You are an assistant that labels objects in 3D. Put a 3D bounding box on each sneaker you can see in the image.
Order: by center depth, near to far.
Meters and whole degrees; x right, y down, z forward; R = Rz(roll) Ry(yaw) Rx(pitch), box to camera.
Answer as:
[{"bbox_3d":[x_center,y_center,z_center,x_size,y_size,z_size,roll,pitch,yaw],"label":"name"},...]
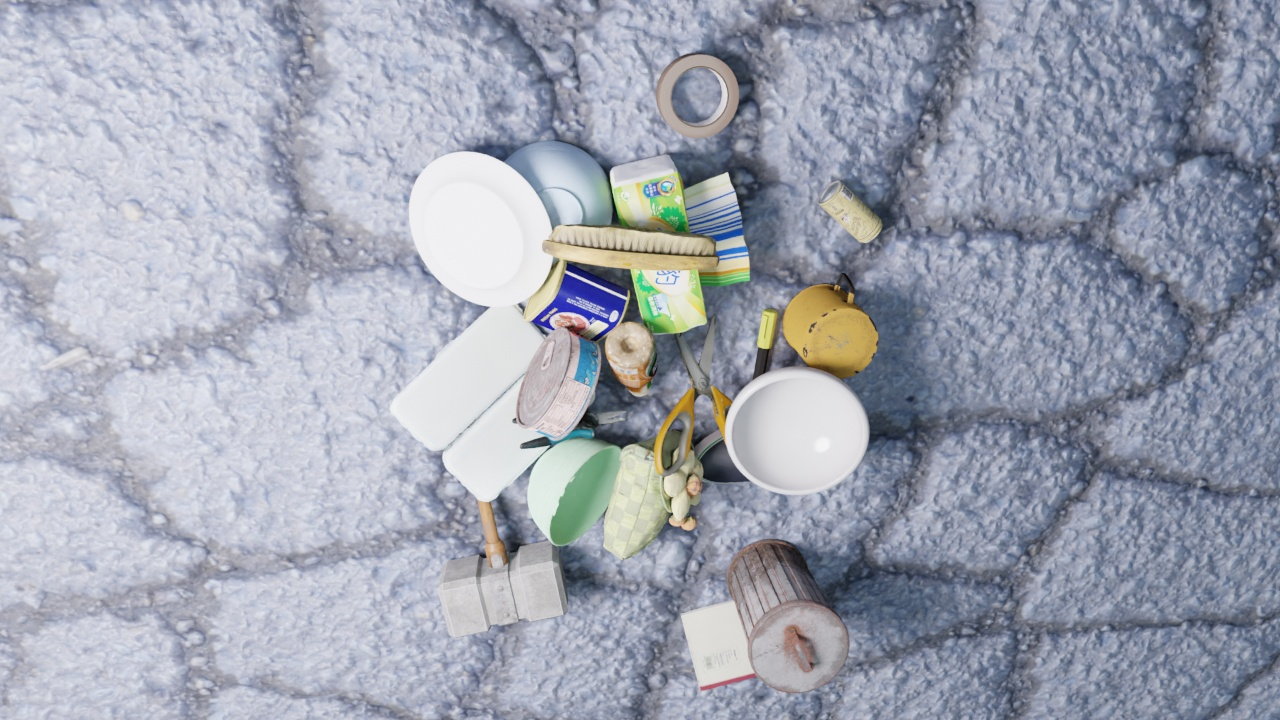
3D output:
[{"bbox_3d":[0.185,0.129,1.238,0.235,0.079,0.084,-9,114,-3],"label":"sneaker"}]

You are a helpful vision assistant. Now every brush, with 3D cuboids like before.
[{"bbox_3d":[-0.010,-0.125,1.009,0.195,0.059,0.043,5,102,0],"label":"brush"}]

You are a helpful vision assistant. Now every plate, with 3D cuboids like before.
[{"bbox_3d":[-0.190,-0.146,1.062,0.189,0.016,0.189,10,121,18],"label":"plate"}]

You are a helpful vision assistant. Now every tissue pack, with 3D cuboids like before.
[{"bbox_3d":[0.053,-0.144,1.092,0.141,0.120,0.198,-13,120,2],"label":"tissue pack"}]

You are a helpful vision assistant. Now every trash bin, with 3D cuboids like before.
[{"bbox_3d":[0.195,0.344,1.247,0.131,0.211,0.131,-1,105,-4],"label":"trash bin"}]

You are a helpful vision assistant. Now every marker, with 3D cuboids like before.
[{"bbox_3d":[0.160,-0.007,1.211,0.021,0.017,0.124,-21,125,-48],"label":"marker"}]

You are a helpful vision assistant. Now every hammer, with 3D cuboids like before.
[{"bbox_3d":[-0.206,0.200,1.225,0.162,0.083,0.318,-11,105,-3],"label":"hammer"}]

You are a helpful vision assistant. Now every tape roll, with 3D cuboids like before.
[{"bbox_3d":[0.066,-0.309,1.070,0.093,0.030,0.094,-3,112,-6],"label":"tape roll"}]

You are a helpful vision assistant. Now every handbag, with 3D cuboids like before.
[{"bbox_3d":[0.024,0.184,1.212,0.117,0.113,0.187,26,110,24],"label":"handbag"}]

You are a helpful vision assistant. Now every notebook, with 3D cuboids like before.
[{"bbox_3d":[0.176,0.419,1.392,0.209,0.012,0.153,-14,114,-1],"label":"notebook"}]

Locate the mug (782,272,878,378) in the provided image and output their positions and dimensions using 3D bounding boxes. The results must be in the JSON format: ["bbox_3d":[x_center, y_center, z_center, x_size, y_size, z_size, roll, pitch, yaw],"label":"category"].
[{"bbox_3d":[0.245,-0.046,1.166,0.100,0.094,0.124,12,110,-12],"label":"mug"}]

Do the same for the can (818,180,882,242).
[{"bbox_3d":[0.262,-0.184,1.142,0.079,0.038,0.038,38,103,-19],"label":"can"}]

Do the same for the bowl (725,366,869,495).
[{"bbox_3d":[0.196,0.080,1.160,0.177,0.066,0.177,3,115,6],"label":"bowl"}]

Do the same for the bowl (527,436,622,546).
[{"bbox_3d":[-0.094,0.159,1.197,0.077,0.150,0.151,30,110,25],"label":"bowl"}]

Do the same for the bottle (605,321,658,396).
[{"bbox_3d":[-0.007,0.007,1.129,0.059,0.167,0.059,-1,71,4],"label":"bottle"}]

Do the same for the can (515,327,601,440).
[{"bbox_3d":[-0.099,0.028,1.099,0.044,0.130,0.130,24,107,-24],"label":"can"}]

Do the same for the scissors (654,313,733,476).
[{"bbox_3d":[0.071,0.054,1.164,0.216,0.016,0.225,-37,105,-29],"label":"scissors"}]

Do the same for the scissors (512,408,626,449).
[{"bbox_3d":[-0.093,0.078,1.163,0.144,0.126,0.019,26,144,4],"label":"scissors"}]

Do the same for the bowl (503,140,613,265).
[{"bbox_3d":[-0.103,-0.176,1.078,0.150,0.074,0.151,-3,113,-7],"label":"bowl"}]

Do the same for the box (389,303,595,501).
[{"bbox_3d":[-0.182,0.051,1.157,0.208,0.037,0.189,-43,114,-10],"label":"box"}]

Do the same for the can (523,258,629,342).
[{"bbox_3d":[-0.077,-0.067,1.109,0.092,0.116,0.056,23,66,-18],"label":"can"}]
